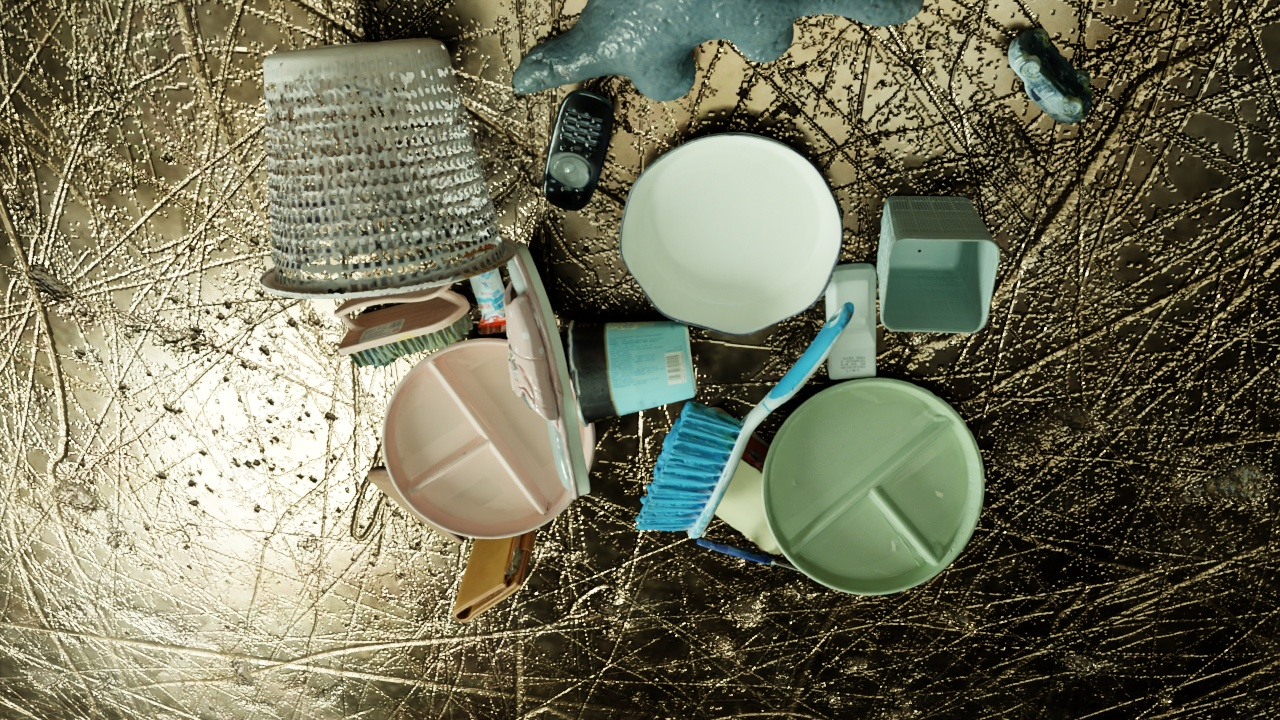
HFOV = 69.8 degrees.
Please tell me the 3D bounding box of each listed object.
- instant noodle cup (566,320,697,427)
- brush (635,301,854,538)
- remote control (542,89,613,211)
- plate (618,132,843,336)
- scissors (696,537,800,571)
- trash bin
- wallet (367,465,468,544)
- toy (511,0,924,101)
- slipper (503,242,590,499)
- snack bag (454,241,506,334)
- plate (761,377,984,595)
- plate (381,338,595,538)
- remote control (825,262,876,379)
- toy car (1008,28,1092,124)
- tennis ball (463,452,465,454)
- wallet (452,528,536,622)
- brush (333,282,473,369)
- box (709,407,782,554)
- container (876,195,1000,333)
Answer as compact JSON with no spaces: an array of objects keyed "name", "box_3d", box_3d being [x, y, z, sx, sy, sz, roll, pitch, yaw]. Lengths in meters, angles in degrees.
[{"name":"instant noodle cup","box_3d":[-0.006,0.005,0.935,0.120,0.111,0.111,-8,121,3]},{"name":"brush","box_3d":[0.095,0.059,0.912,0.109,0.060,0.315,20,118,-4]},{"name":"remote control","box_3d":[-0.058,-0.194,0.844,0.053,0.024,0.137,15,140,-7]},{"name":"plate","box_3d":[0.085,-0.121,0.867,0.205,0.045,0.205,4,124,5]},{"name":"scissors","box_3d":[0.140,0.230,1.064,0.163,0.012,0.175,8,167,36]},{"name":"trash bin","box_3d":[-0.231,-0.173,0.797,0.228,0.227,0.192,-2,110,9]},{"name":"wallet","box_3d":[-0.259,0.166,1.078,0.124,0.032,0.101,45,159,-20]},{"name":"toy","box_3d":[0.044,-0.289,0.747,0.357,0.091,0.138,-9,148,15]},{"name":"slipper","box_3d":[-0.103,0.016,0.924,0.054,0.114,0.274,-16,109,-10]},{"name":"snack bag","box_3d":[-0.157,-0.075,0.944,0.048,0.026,0.104,-7,121,4]},{"name":"plate","box_3d":[0.240,0.131,0.957,0.230,0.027,0.230,0,95,2]},{"name":"plate","box_3d":[-0.164,0.085,1.004,0.229,0.028,0.230,-1,104,-5]},{"name":"remote control","box_3d":[0.210,-0.037,0.915,0.049,0.024,0.125,-4,123,8]},{"name":"toy car","box_3d":[0.338,-0.234,0.760,0.090,0.042,0.034,35,155,-19]},{"name":"tennis ball","box_3d":[-0.224,0.122,1.057,0.065,0.065,0.066,4,123,6]},{"name":"wallet","box_3d":[-0.168,0.234,1.083,0.108,0.131,0.031,-35,116,25]},{"name":"brush","box_3d":[-0.244,-0.043,0.951,0.146,0.063,0.073,-13,124,19]},{"name":"box","box_3d":[0.114,0.141,1.012,0.168,0.076,0.092,37,120,-14]},{"name":"container","box_3d":[0.259,-0.092,0.820,0.090,0.111,0.090,2,124,7]}]
